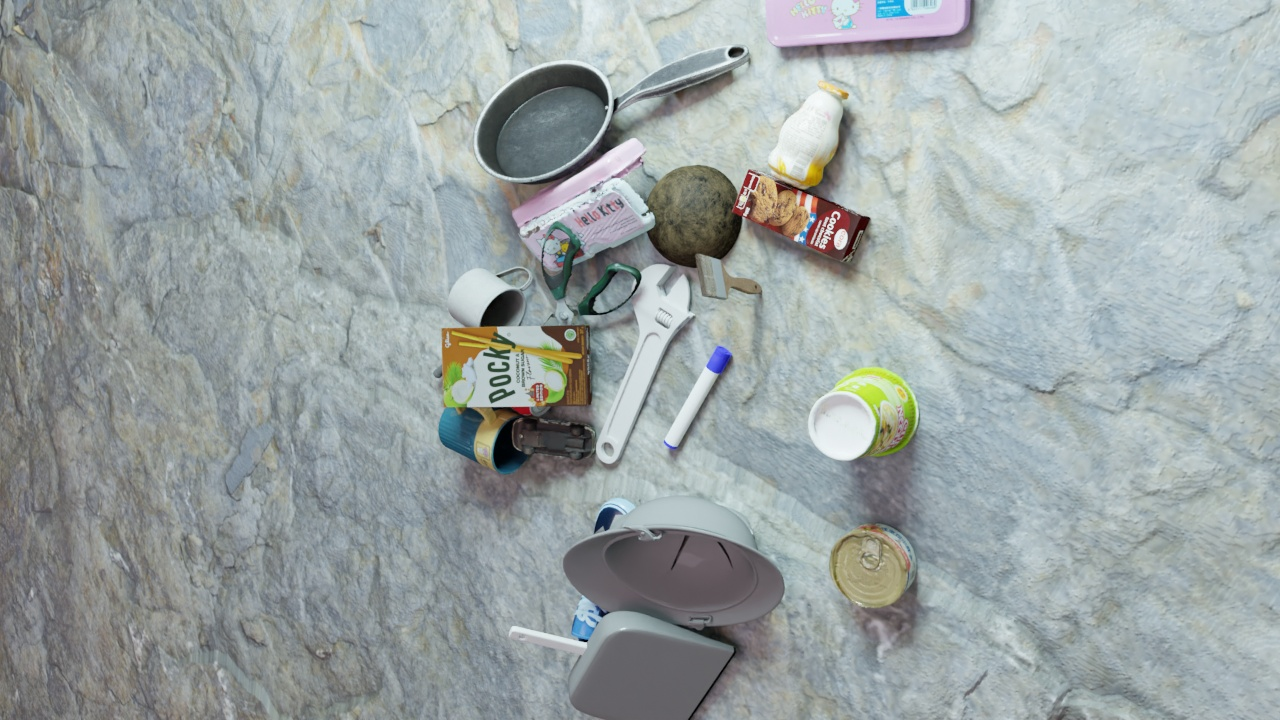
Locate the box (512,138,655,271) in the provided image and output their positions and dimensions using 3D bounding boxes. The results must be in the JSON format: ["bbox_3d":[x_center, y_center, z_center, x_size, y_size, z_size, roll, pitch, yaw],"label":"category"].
[{"bbox_3d":[-0.061,-0.181,1.121,0.202,0.086,0.102,-17,110,45],"label":"box"}]

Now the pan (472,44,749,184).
[{"bbox_3d":[-0.039,-0.306,1.098,0.357,0.055,0.187,-10,60,17],"label":"pan"}]

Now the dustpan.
[{"bbox_3d":[-0.036,0.367,1.112,0.257,0.033,0.163,19,117,-17],"label":"dustpan"}]

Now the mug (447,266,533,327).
[{"bbox_3d":[-0.197,-0.085,1.230,0.070,0.084,0.113,33,83,27],"label":"mug"}]

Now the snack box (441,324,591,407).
[{"bbox_3d":[-0.157,0.007,1.164,0.186,0.031,0.101,-1,92,8],"label":"snack box"}]

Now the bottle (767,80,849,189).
[{"bbox_3d":[0.181,-0.240,0.976,0.063,0.063,0.109,35,112,24],"label":"bottle"}]

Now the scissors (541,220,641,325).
[{"bbox_3d":[-0.068,-0.069,1.157,0.147,0.015,0.210,19,132,8],"label":"scissors"}]

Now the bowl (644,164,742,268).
[{"bbox_3d":[0.052,-0.169,1.069,0.121,0.056,0.121,4,98,32],"label":"bowl"}]

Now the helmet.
[{"bbox_3d":[0.047,0.217,1.087,0.272,0.117,0.183,-8,127,28],"label":"helmet"}]

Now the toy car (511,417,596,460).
[{"bbox_3d":[-0.113,0.100,1.208,0.113,0.040,0.048,7,106,7],"label":"toy car"}]

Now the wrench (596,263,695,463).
[{"bbox_3d":[-0.007,0.007,1.152,0.087,0.018,0.274,34,113,25],"label":"wrench"}]

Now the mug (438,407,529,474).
[{"bbox_3d":[-0.215,0.088,1.243,0.107,0.083,0.114,20,145,33],"label":"mug"}]

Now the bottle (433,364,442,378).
[{"bbox_3d":[-0.257,-0.009,1.299,0.113,0.030,0.030,-38,75,30],"label":"bottle"}]

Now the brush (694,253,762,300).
[{"bbox_3d":[0.100,-0.084,0.998,0.008,0.143,0.045,-14,79,31],"label":"brush"}]

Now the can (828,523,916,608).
[{"bbox_3d":[0.252,0.222,0.996,0.086,0.043,0.086,4,98,32],"label":"can"}]

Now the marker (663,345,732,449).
[{"bbox_3d":[0.068,0.046,1.107,0.020,0.020,0.142,38,114,23],"label":"marker"}]

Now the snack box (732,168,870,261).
[{"bbox_3d":[0.174,-0.160,1.007,0.141,0.031,0.051,30,110,26],"label":"snack box"}]

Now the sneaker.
[{"bbox_3d":[-0.039,0.300,1.157,0.083,0.098,0.241,6,99,32],"label":"sneaker"}]

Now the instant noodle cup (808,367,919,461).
[{"bbox_3d":[0.227,0.061,0.956,0.099,0.107,0.099,4,98,31],"label":"instant noodle cup"}]

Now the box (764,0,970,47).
[{"bbox_3d":[0.231,-0.402,0.939,0.214,0.048,0.150,7,96,32],"label":"box"}]

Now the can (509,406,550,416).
[{"bbox_3d":[-0.168,0.029,1.227,0.105,0.064,0.064,28,110,27],"label":"can"}]
